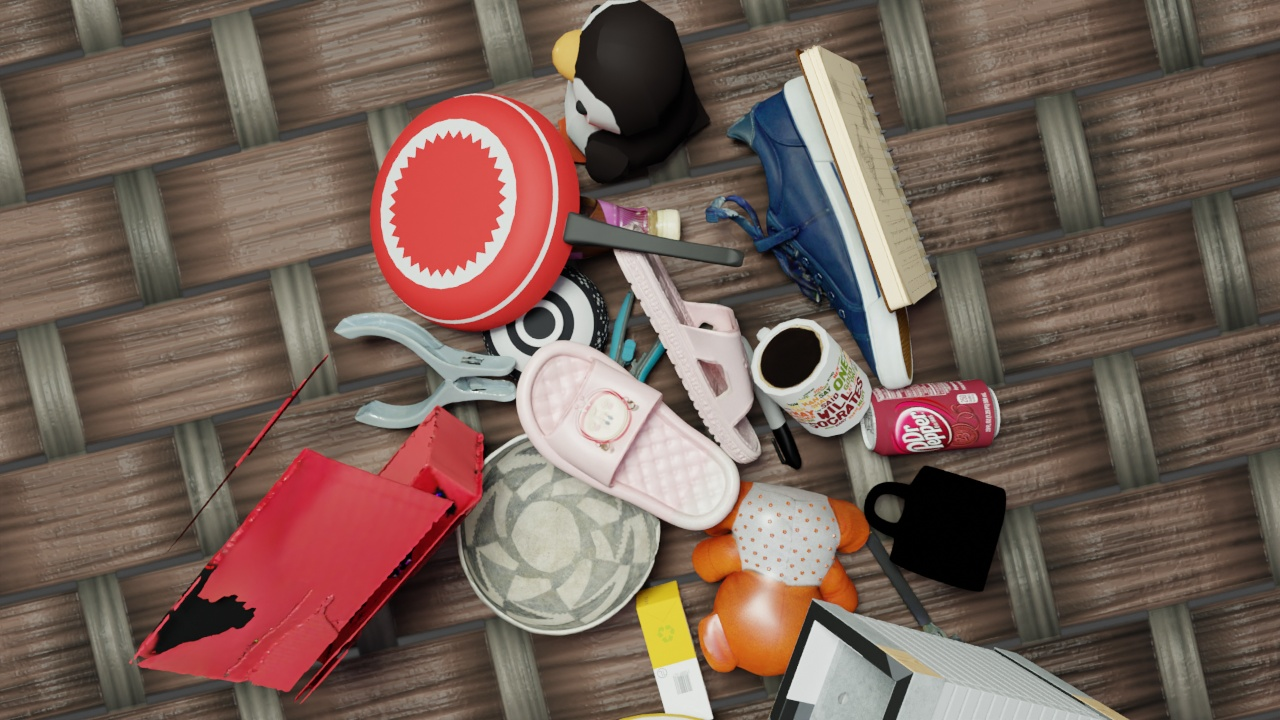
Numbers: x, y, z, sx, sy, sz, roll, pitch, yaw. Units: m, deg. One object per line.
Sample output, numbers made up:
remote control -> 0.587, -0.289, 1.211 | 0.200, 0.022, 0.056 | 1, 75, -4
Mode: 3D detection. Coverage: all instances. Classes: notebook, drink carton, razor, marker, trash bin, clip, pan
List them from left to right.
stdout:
clip -> -0.202, -0.011, 0.819 | 0.174, 0.030, 0.159 | -11, 123, 15
pan -> -0.087, -0.116, 0.773 | 0.357, 0.067, 0.209 | 13, 93, 28
drink carton -> 0.032, 0.276, 0.855 | 0.040, 0.058, 0.122 | -16, 91, 0
marker -> 0.119, 0.041, 0.874 | 0.022, 0.016, 0.138 | -25, 90, 24
notebook -> 0.204, -0.159, 0.801 | 0.024, 0.167, 0.225 | -19, 91, 27
razor -> 0.255, 0.225, 0.872 | 0.043, 0.022, 0.144 | -33, 91, -1
trash bin -> 0.257, 0.320, 0.774 | 0.246, 0.142, 0.142 | 20, 91, -22

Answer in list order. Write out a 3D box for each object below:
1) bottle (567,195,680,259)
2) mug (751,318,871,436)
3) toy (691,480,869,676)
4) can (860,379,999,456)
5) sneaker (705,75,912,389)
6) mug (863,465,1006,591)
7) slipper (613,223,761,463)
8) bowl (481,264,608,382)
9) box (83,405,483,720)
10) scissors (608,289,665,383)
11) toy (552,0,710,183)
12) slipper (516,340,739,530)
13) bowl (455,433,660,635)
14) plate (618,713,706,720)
bottle -> -0.047, -0.123, 0.848 | 0.166, 0.059, 0.059 | 0, 91, 0
mug -> 0.147, 0.009, 0.832 | 0.073, 0.105, 0.089 | -47, 133, 5
toy -> 0.124, 0.203, 0.844 | 0.164, 0.093, 0.172 | 12, 78, -3
can -> 0.266, 0.053, 0.849 | 0.114, 0.063, 0.063 | -5, 91, 0
sneaker -> 0.155, -0.100, 0.839 | 0.127, 0.120, 0.294 | -24, 88, 23
mug -> 0.266, 0.146, 0.841 | 0.122, 0.085, 0.094 | 17, 89, 6
slipper -> 0.058, -0.022, 0.817 | 0.064, 0.094, 0.239 | -28, 102, 14
bowl -> -0.090, -0.033, 0.846 | 0.120, 0.066, 0.120 | 0, 91, 0
box -> -0.229, 0.160, 0.715 | 0.121, 0.318, 0.211 | 43, 100, 4
scissors -> -0.010, -0.002, 0.857 | 0.123, 0.019, 0.148 | -15, 75, -10
toy -> -0.003, -0.237, 0.784 | 0.140, 0.184, 0.159 | 9, 91, -1
slipper -> -0.011, 0.070, 0.802 | 0.221, 0.056, 0.106 | 35, 79, -3
bowl -> -0.080, 0.158, 0.835 | 0.178, 0.081, 0.178 | 5, 70, -13
plate -> 0.022, 0.426, 0.844 | 0.230, 0.021, 0.230 | 0, 108, 1
